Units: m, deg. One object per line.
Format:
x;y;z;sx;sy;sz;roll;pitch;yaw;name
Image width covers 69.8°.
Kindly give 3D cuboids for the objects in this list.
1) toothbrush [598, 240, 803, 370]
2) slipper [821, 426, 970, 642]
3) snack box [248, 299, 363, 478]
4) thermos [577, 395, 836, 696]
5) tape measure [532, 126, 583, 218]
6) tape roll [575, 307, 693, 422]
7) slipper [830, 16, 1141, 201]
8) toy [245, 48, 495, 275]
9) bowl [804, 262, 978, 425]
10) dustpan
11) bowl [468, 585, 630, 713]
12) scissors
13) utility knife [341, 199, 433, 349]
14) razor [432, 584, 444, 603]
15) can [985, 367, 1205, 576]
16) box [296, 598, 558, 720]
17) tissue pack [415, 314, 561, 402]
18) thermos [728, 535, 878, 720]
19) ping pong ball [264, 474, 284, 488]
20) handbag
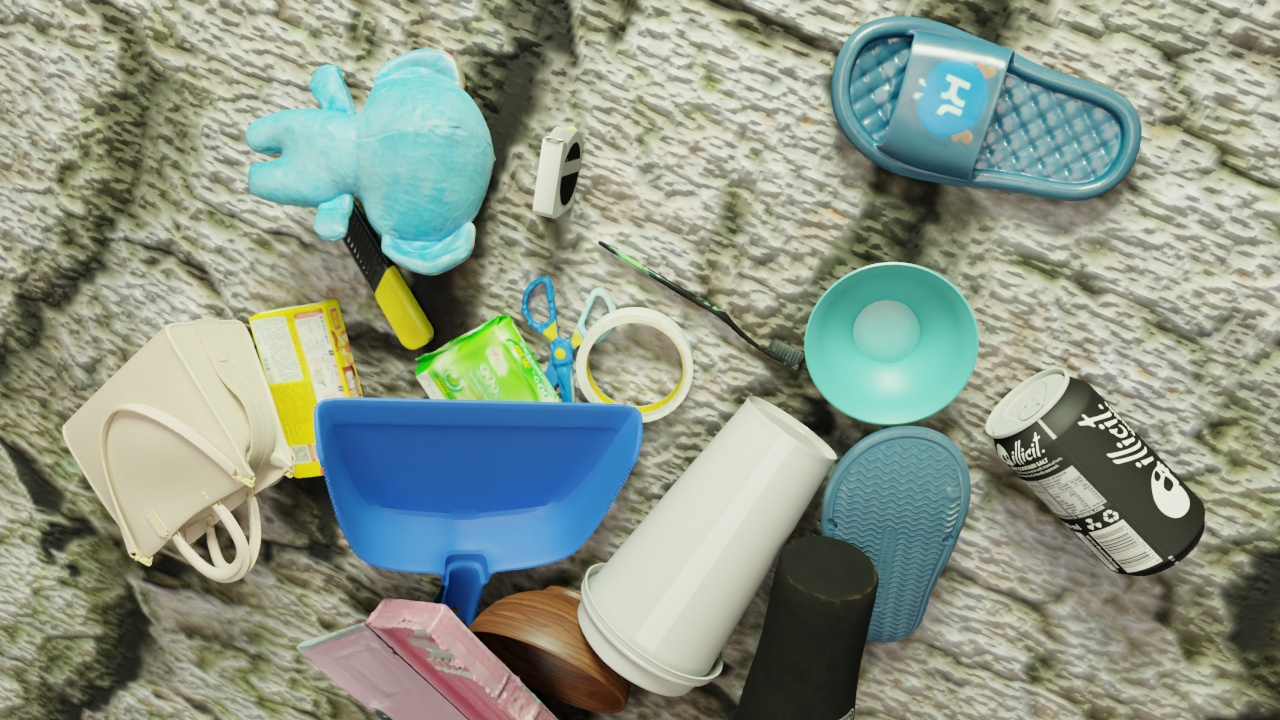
0.048;-0.047;0.723;0.188;0.014;0.017;32;96;2;toothbrush
0.190;0.137;0.720;0.104;0.059;0.214;7;122;7;slipper
-0.285;0.027;0.807;0.075;0.025;0.152;-8;103;14;snack box
0.056;0.141;0.722;0.131;0.131;0.222;34;102;1;thermos
-0.061;-0.143;0.691;0.017;0.064;0.064;14;110;8;tape measure
-0.004;0.004;0.738;0.094;0.019;0.094;1;109;4;tape roll
0.233;-0.164;0.628;0.214;0.059;0.104;19;111;5;slipper
-0.201;-0.148;0.700;0.180;0.115;0.183;-5;82;-5;toy
0.185;-0.016;0.685;0.121;0.046;0.121;3;106;11;bowl
-0.143;0.139;0.763;0.245;0.059;0.258;2;136;-18;dustpan
-0.068;0.237;0.788;0.147;0.068;0.147;18;147;12;bowl
-0.054;-0.006;0.758;0.097;0.020;0.133;-2;106;15;scissors
-0.228;-0.093;0.764;0.029;0.020;0.186;-26;100;16;utility knife
-0.190;0.230;0.847;0.044;0.018;0.141;30;109;3;razor
0.328;0.081;0.664;0.146;0.080;0.080;45;109;-3;can
-0.167;0.297;0.813;0.181;0.050;0.233;-15;123;31;box
-0.125;0.028;0.765;0.100;0.034;0.114;-27;100;23;tissue pack
0.128;0.244;0.717;0.106;0.105;0.219;10;119;9;thermos
-0.341;0.095;0.830;0.040;0.040;0.040;3;106;11;ping pong ball
-0.379;0.094;0.783;0.195;0.101;0.198;-33;80;25;handbag
